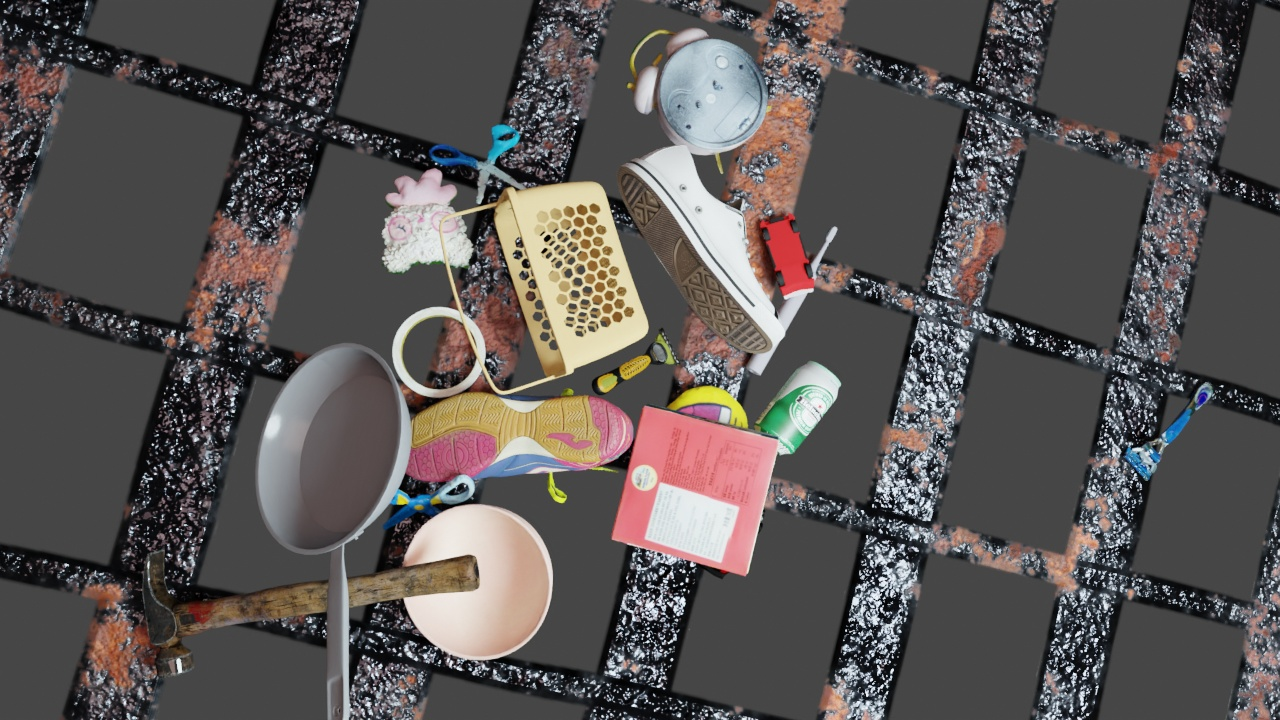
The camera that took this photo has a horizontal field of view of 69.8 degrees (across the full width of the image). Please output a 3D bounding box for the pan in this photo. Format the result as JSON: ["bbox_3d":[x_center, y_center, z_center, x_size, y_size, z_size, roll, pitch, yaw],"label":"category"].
[{"bbox_3d":[-0.274,0.151,0.836,0.201,0.050,0.356,-27,62,24],"label":"pan"}]

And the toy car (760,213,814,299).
[{"bbox_3d":[0.160,-0.115,1.001,0.038,0.025,0.089,-15,70,4],"label":"toy car"}]

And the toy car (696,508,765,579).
[{"bbox_3d":[0.096,0.186,0.980,0.042,0.036,0.091,34,88,-4],"label":"toy car"}]

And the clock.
[{"bbox_3d":[0.058,-0.288,0.982,0.158,0.059,0.116,39,82,-6],"label":"clock"}]

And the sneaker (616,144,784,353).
[{"bbox_3d":[0.082,-0.124,0.972,0.097,0.091,0.245,-37,91,-21],"label":"sneaker"}]

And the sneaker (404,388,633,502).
[{"bbox_3d":[-0.126,0.088,0.937,0.242,0.091,0.116,-5,83,10],"label":"sneaker"}]

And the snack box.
[{"bbox_3d":[0.056,0.130,0.939,0.145,0.040,0.142,14,94,9],"label":"snack box"}]

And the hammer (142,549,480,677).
[{"bbox_3d":[-0.316,0.218,0.877,0.330,0.033,0.120,-10,89,6],"label":"hammer"}]

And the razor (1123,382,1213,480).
[{"bbox_3d":[0.627,0.077,1.078,0.044,0.018,0.141,45,82,-4],"label":"razor"}]

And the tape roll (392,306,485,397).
[{"bbox_3d":[-0.208,-0.008,0.949,0.094,0.019,0.094,0,88,-9],"label":"tape roll"}]

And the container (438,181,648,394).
[{"bbox_3d":[-0.101,-0.073,0.912,0.166,0.129,0.183,-19,91,-18],"label":"container"}]

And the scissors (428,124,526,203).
[{"bbox_3d":[-0.168,-0.199,0.938,0.119,0.014,0.129,-2,51,0],"label":"scissors"}]

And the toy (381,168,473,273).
[{"bbox_3d":[-0.224,-0.145,0.944,0.095,0.041,0.109,-7,83,-8],"label":"toy"}]

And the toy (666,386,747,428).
[{"bbox_3d":[0.069,0.075,0.979,0.094,0.041,0.095,27,89,-2],"label":"toy"}]

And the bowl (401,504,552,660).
[{"bbox_3d":[-0.154,0.211,0.913,0.153,0.076,0.153,0,94,7],"label":"bowl"}]

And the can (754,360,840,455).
[{"bbox_3d":[0.168,0.052,0.989,0.053,0.053,0.101,40,83,-6],"label":"can"}]

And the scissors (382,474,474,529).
[{"bbox_3d":[-0.218,0.139,0.912,0.130,0.013,0.125,-23,137,23],"label":"scissors"}]

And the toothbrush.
[{"bbox_3d":[0.169,-0.068,1.011,0.018,0.019,0.188,33,83,-20],"label":"toothbrush"}]

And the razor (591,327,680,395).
[{"bbox_3d":[-0.006,0.005,0.940,0.143,0.021,0.044,-29,93,-53],"label":"razor"}]
